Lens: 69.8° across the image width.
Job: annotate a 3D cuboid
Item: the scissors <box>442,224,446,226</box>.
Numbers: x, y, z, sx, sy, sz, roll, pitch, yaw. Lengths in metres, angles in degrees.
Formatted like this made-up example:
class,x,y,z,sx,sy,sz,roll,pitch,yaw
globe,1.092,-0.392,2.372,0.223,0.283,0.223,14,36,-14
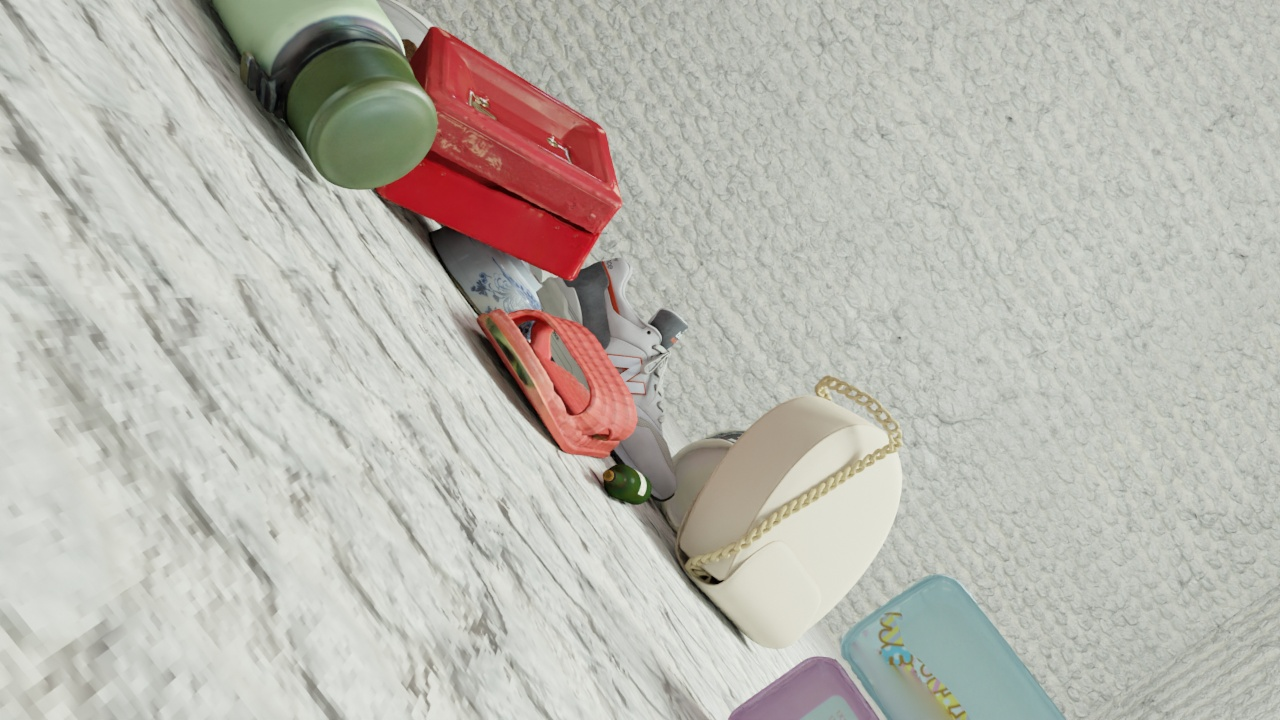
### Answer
class,x,y,z,sx,sy,sz,roll,pitch,yaw
scissors,-0.171,-0.133,0.780,0.148,0.019,0.123,56,0,-23

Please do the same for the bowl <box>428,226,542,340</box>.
class,x,y,z,sx,sy,sz,roll,pitch,yaw
bowl,-0.108,-0.064,0.697,0.114,0.045,0.114,54,1,-3

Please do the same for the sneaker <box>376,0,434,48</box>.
class,x,y,z,sx,sy,sz,roll,pitch,yaw
sneaker,-0.234,-0.279,0.957,0.263,0.097,0.128,46,23,0

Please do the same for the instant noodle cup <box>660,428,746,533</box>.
class,x,y,z,sx,sy,sz,roll,pitch,yaw
instant noodle cup,0.083,0.132,0.921,0.137,0.137,0.112,55,11,19

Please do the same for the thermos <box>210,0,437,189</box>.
class,x,y,z,sx,sy,sz,roll,pitch,yaw
thermos,-0.187,-0.188,0.487,0.231,0.082,0.082,56,2,25

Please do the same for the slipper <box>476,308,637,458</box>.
class,x,y,z,sx,sy,sz,roll,pitch,yaw
slipper,-0.045,0.016,0.660,0.103,0.059,0.249,55,0,18

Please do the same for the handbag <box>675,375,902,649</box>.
class,x,y,z,sx,sy,sz,roll,pitch,yaw
handbag,0.143,0.143,0.805,0.103,0.208,0.211,32,-14,44

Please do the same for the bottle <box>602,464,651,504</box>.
class,x,y,z,sx,sy,sz,roll,pitch,yaw
bottle,-0.012,0.089,0.667,0.025,0.025,0.106,55,1,17

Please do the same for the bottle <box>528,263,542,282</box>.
class,x,y,z,sx,sy,sz,roll,pitch,yaw
bottle,-0.139,-0.112,1.093,0.113,0.030,0.030,54,2,-24

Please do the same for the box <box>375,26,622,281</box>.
class,x,y,z,sx,sy,sz,roll,pitch,yaw
box,-0.105,-0.135,0.653,0.157,0.110,0.134,26,27,-27

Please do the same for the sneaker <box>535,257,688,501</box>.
class,x,y,z,sx,sy,sz,roll,pitch,yaw
sneaker,-0.005,0.005,0.856,0.240,0.124,0.089,55,2,0

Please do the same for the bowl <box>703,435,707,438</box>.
class,x,y,z,sx,sy,sz,roll,pitch,yaw
bowl,0.090,0.167,1.044,0.150,0.075,0.151,55,-5,7

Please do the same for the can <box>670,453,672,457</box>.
class,x,y,z,sx,sy,sz,roll,pitch,yaw
can,0.018,0.111,0.988,0.032,0.032,0.095,55,1,5

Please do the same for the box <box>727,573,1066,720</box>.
class,x,y,z,sx,sy,sz,roll,pitch,yaw
box,0.156,0.229,0.444,0.214,0.151,0.035,55,4,16

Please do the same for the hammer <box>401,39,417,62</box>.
class,x,y,z,sx,sy,sz,roll,pitch,yaw
hammer,-0.145,-0.182,0.814,0.033,0.115,0.323,55,1,17
